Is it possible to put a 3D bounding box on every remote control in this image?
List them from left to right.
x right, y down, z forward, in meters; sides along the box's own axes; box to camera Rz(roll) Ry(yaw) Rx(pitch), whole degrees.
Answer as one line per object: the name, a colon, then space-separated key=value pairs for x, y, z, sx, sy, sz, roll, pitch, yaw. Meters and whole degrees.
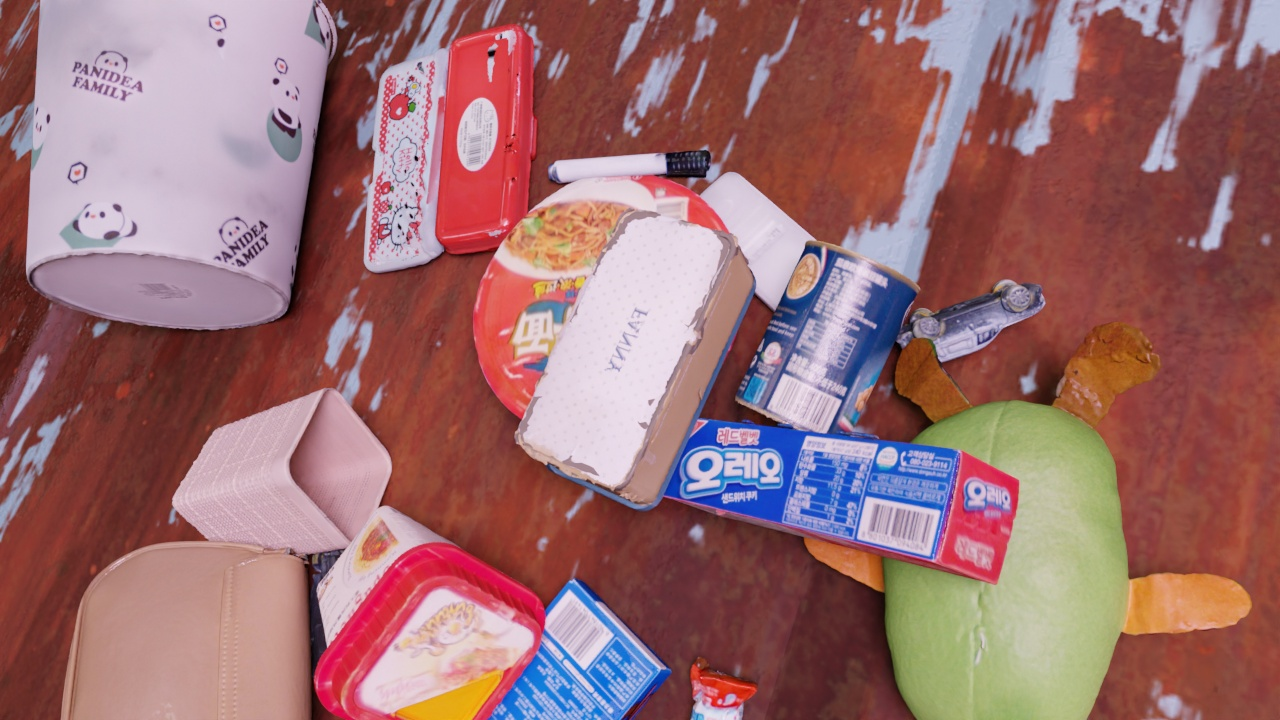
remote control: x=0.089 y=-0.075 z=0.639 sx=0.056 sy=0.020 sz=0.136 roll=-45 pitch=65 yaw=2

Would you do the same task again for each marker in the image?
marker: x=-0.010 y=-0.147 z=0.705 sx=0.131 sy=0.018 sz=0.022 roll=-1 pitch=80 yaw=20

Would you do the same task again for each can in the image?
can: x=0.113 y=-0.008 z=0.566 sx=0.075 sy=0.075 sz=0.111 roll=26 pitch=92 yaw=26

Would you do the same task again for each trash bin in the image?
trash bin: x=-0.372 y=-0.170 z=0.745 sx=0.230 sy=0.229 sz=0.251 roll=-6 pitch=75 yaw=18

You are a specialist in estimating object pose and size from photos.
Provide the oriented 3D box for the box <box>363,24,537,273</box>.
box: x=-0.162 y=-0.177 z=0.761 sx=0.158 sy=0.038 sz=0.200 roll=-7 pitch=70 yaw=18

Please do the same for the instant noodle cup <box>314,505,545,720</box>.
instant noodle cup: x=-0.142 y=0.161 z=0.582 sx=0.116 sy=0.116 sz=0.124 roll=-53 pitch=33 yaw=-5

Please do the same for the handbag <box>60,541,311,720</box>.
handbag: x=-0.286 y=0.219 z=0.595 sx=0.147 sy=0.100 sz=0.204 roll=-11 pitch=55 yaw=-6

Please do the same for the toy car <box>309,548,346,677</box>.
toy car: x=-0.211 y=0.175 z=0.655 sx=0.049 sy=0.031 sz=0.105 roll=-8 pitch=66 yaw=21

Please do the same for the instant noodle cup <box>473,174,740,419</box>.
instant noodle cup: x=-0.016 y=-0.032 z=0.639 sx=0.194 sy=0.066 sz=0.193 roll=-7 pitch=70 yaw=19

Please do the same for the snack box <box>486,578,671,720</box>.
snack box: x=-0.062 y=0.227 z=0.582 sx=0.084 sy=0.026 sz=0.157 roll=39 pitch=87 yaw=28

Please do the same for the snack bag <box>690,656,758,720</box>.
snack bag: x=0.040 y=0.233 z=0.543 sx=0.045 sy=0.026 sz=0.105 roll=8 pitch=76 yaw=20

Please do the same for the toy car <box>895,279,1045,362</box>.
toy car: x=0.204 y=-0.024 z=0.568 sx=0.091 sy=0.043 sz=0.034 roll=-22 pitch=92 yaw=15

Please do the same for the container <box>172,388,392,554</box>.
container: x=-0.258 y=0.087 z=0.662 sx=0.111 sy=0.090 sz=0.089 roll=-15 pitch=37 yaw=18

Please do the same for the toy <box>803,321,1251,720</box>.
toy: x=0.194 y=0.103 z=0.497 sx=0.227 sy=0.090 sz=0.246 roll=1 pitch=77 yaw=38

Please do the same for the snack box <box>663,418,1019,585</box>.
snack box: x=0.098 y=0.071 z=0.509 sx=0.208 sy=0.058 sz=0.057 roll=2 pitch=72 yaw=54

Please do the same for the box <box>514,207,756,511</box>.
box: x=-0.003 y=0.003 z=0.553 sx=0.090 sy=0.059 sz=0.184 roll=23 pitch=82 yaw=26
